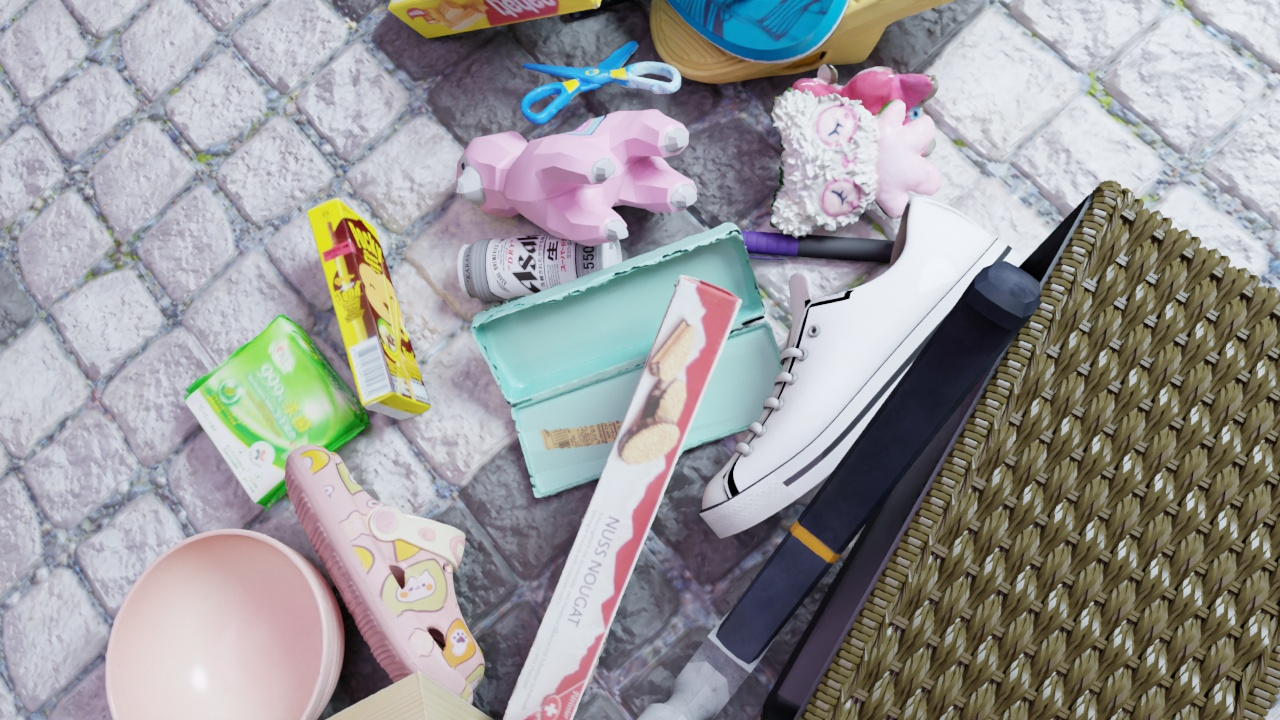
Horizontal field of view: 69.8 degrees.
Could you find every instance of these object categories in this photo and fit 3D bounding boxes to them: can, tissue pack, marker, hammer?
[{"bbox_3d":[-0.068,-0.064,0.629,0.107,0.044,0.044,-3,77,10],"label":"can"},{"bbox_3d":[-0.258,0.036,0.649,0.099,0.034,0.114,-41,76,-2],"label":"tissue pack"},{"bbox_3d":[0.120,-0.074,0.611,0.134,0.015,0.018,5,94,12],"label":"marker"},{"bbox_3d":[0.094,0.084,0.463,0.035,0.139,0.313,38,125,16],"label":"hammer"}]

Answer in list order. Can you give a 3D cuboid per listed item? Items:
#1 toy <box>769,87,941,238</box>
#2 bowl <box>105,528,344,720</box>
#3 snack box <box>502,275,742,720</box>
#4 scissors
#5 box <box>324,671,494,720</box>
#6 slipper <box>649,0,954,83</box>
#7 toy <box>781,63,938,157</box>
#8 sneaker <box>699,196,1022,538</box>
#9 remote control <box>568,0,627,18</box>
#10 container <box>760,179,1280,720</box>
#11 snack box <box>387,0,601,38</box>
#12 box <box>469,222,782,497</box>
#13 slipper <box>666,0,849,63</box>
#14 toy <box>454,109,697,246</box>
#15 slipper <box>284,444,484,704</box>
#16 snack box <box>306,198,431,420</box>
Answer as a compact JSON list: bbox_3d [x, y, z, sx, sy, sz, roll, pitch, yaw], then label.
[{"bbox_3d":[0.135,-0.126,0.582,0.109,0.041,0.096,-1,106,11],"label":"toy"},{"bbox_3d":[-0.253,0.187,0.593,0.153,0.076,0.153,-3,76,10],"label":"bowl"},{"bbox_3d":[-0.008,0.085,0.546,0.044,0.076,0.273,21,91,1],"label":"snack box"},{"bbox_3d":[-0.032,-0.196,0.636,0.127,0.013,0.125,19,50,22],"label":"scissors"},{"bbox_3d":[-0.172,0.327,0.541,0.248,0.118,0.252,-28,98,4],"label":"box"},{"bbox_3d":[0.132,-0.245,0.610,0.264,0.078,0.099,-11,75,31],"label":"slipper"},{"bbox_3d":[0.146,-0.168,0.609,0.102,0.065,0.050,4,45,14],"label":"toy"},{"bbox_3d":[0.111,-0.003,0.552,0.097,0.091,0.245,43,91,10],"label":"sneaker"},{"bbox_3d":[0.011,-0.292,0.677,0.141,0.021,0.045,-13,73,12],"label":"remote control"},{"bbox_3d":[0.229,0.115,0.470,0.205,0.176,0.321,30,85,12],"label":"container"},{"bbox_3d":[-0.092,-0.283,0.634,0.201,0.042,0.092,11,78,44],"label":"snack box"},{"bbox_3d":[-0.003,0.002,0.606,0.187,0.055,0.138,-18,103,6],"label":"box"},{"bbox_3d":[0.020,-0.297,0.610,0.295,0.060,0.118,38,102,31],"label":"slipper"},{"bbox_3d":[-0.047,-0.127,0.617,0.123,0.067,0.158,-31,36,-30],"label":"toy"},{"bbox_3d":[-0.153,0.131,0.589,0.081,0.093,0.197,-30,80,-31],"label":"slipper"},{"bbox_3d":[-0.188,-0.035,0.636,0.026,0.061,0.149,-22,75,5],"label":"snack box"}]
